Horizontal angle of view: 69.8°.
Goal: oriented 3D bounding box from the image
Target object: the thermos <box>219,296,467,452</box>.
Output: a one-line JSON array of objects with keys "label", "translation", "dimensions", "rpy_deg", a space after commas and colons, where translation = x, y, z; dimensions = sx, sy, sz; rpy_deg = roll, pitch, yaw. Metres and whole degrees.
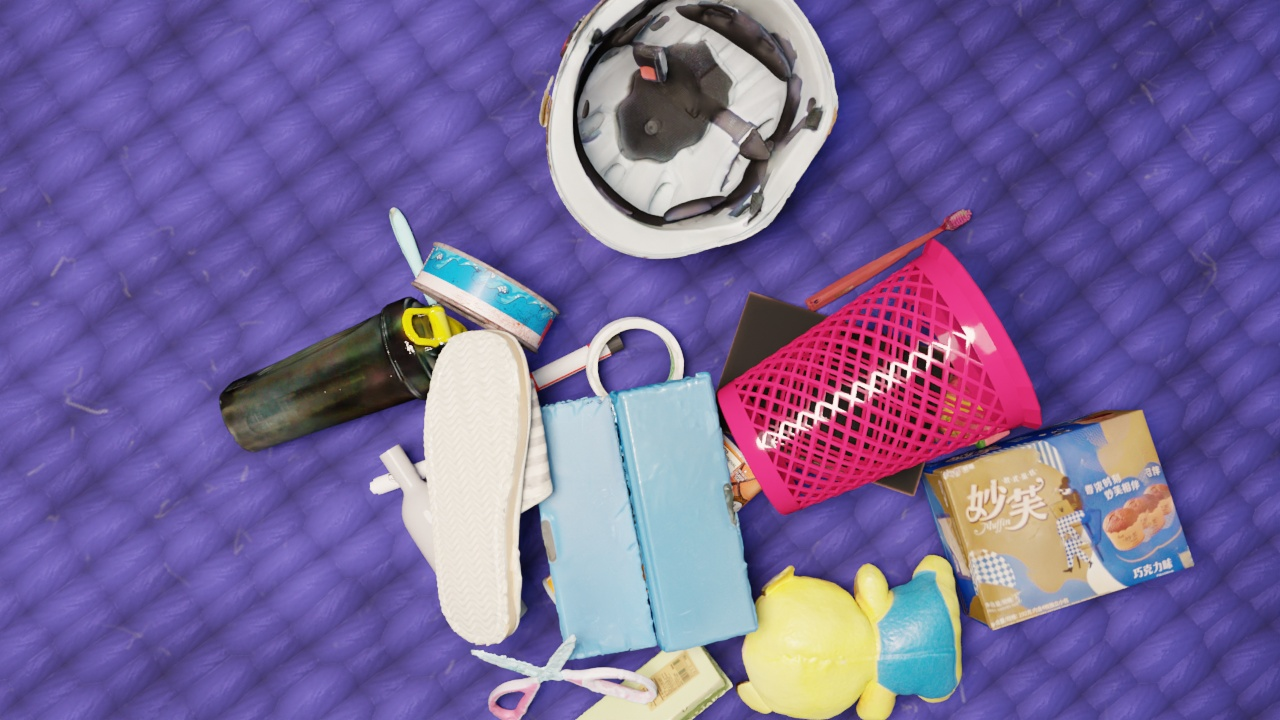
[{"label": "thermos", "translation": [-0.268, 0.013, 0.840], "dimensions": [0.221, 0.098, 0.098], "rpy_deg": [-20, 87, 5]}]

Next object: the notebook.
[{"label": "notebook", "translation": [0.184, 0.030, 0.892], "dimensions": [0.209, 0.008, 0.141], "rpy_deg": [18, 85, 8]}]

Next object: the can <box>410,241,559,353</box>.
[{"label": "can", "translation": [-0.141, -0.056, 0.838], "dimensions": [0.130, 0.130, 0.044], "rpy_deg": [29, 85, -1]}]

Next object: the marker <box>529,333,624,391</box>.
[{"label": "marker", "translation": [-0.085, 0.012, 0.892], "dimensions": [0.145, 0.019, 0.019], "rpy_deg": [-26, 88, -4]}]

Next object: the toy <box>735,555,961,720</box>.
[{"label": "toy", "translation": [0.199, 0.262, 0.857], "dimensions": [0.214, 0.084, 0.149], "rpy_deg": [-1, 84, -5]}]

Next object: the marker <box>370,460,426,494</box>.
[{"label": "marker", "translation": [-0.195, 0.102, 0.881], "dimensions": [0.133, 0.017, 0.020], "rpy_deg": [-20, 68, -4]}]

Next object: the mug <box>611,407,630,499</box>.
[{"label": "mug", "translation": [-0.038, 0.090, 0.853], "dimensions": [0.114, 0.078, 0.088], "rpy_deg": [-14, 87, 15]}]

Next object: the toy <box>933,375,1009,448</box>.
[{"label": "toy", "translation": [0.326, 0.044, 0.898], "dimensions": [0.103, 0.046, 0.084], "rpy_deg": [-19, 66, -6]}]

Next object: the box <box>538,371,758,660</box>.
[{"label": "box", "translation": [-0.001, 0.139, 0.798], "dimensions": [0.177, 0.048, 0.231], "rpy_deg": [-12, 90, -3]}]

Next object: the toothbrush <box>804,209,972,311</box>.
[{"label": "toothbrush", "translation": [0.249, -0.101, 0.916], "dimensions": [0.190, 0.016, 0.016], "rpy_deg": [-30, 89, -4]}]

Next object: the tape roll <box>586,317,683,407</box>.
[{"label": "tape roll", "translation": [-0.005, 0.005, 0.884], "dimensions": [0.093, 0.018, 0.094], "rpy_deg": [-2, 101, -11]}]

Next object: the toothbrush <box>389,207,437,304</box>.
[{"label": "toothbrush", "translation": [-0.207, -0.067, 0.894], "dimensions": [0.016, 0.016, 0.180], "rpy_deg": [-24, 87, -3]}]

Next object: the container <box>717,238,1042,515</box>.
[{"label": "container", "translation": [0.196, 0.029, 0.807], "dimensions": [0.226, 0.183, 0.183], "rpy_deg": [-29, 88, 10]}]

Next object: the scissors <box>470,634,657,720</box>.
[{"label": "scissors", "translation": [-0.074, 0.290, 0.825], "dimensions": [0.172, 0.013, 0.171], "rpy_deg": [19, 130, -11]}]

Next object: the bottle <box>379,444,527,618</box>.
[{"label": "bottle", "translation": [-0.180, 0.165, 0.855], "dimensions": [0.052, 0.052, 0.195], "rpy_deg": [-33, 92, -4]}]

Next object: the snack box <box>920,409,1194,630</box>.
[{"label": "snack box", "translation": [0.394, 0.148, 0.880], "dimensions": [0.202, 0.069, 0.155], "rpy_deg": [-16, 86, -4]}]

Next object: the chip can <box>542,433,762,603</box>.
[{"label": "chip can", "translation": [0.014, 0.161, 0.859], "dimensions": [0.215, 0.075, 0.075], "rpy_deg": [-41, 89, -4]}]

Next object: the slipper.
[{"label": "slipper", "translation": [-0.133, 0.109, 0.794], "dimensions": [0.115, 0.054, 0.272], "rpy_deg": [5, 95, 26]}]

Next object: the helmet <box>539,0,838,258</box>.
[{"label": "helmet", "translation": [0.031, -0.223, 0.841], "dimensions": [0.236, 0.163, 0.264], "rpy_deg": [39, 94, -14]}]

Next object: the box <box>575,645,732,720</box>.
[{"label": "box", "translation": [-0.007, 0.334, 0.860], "dimensions": [0.188, 0.090, 0.077], "rpy_deg": [-39, 68, -2]}]
